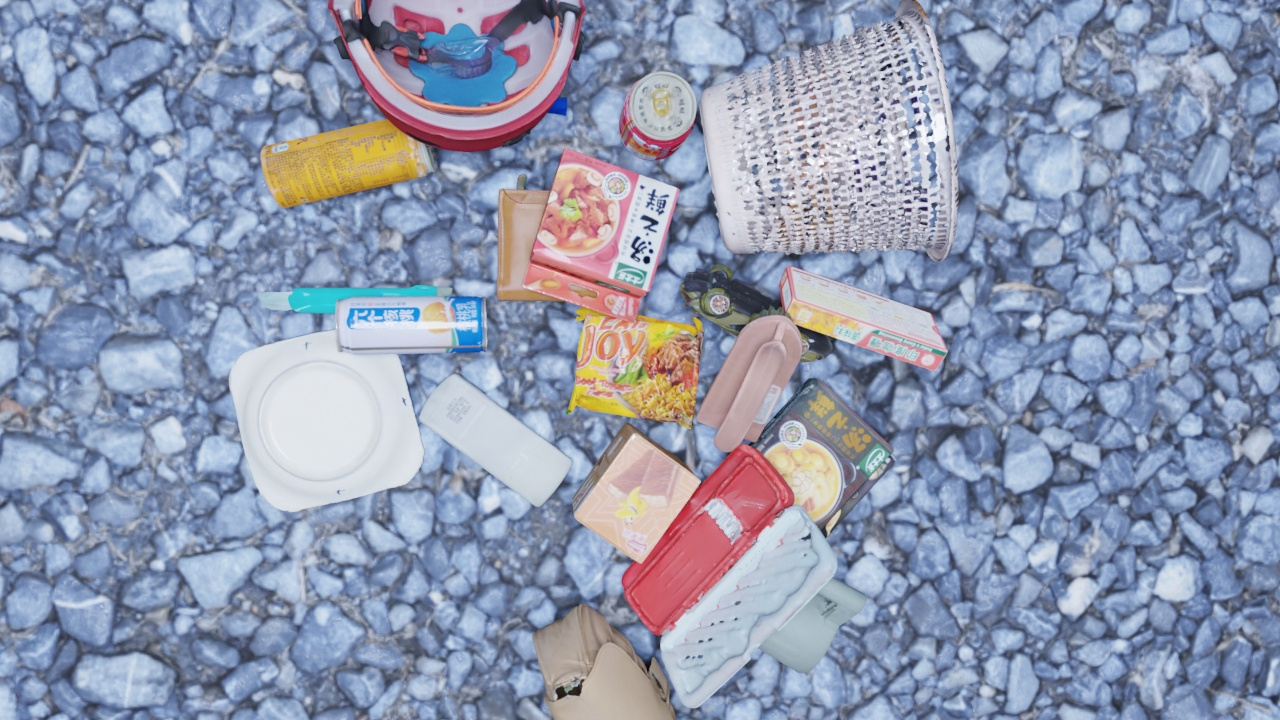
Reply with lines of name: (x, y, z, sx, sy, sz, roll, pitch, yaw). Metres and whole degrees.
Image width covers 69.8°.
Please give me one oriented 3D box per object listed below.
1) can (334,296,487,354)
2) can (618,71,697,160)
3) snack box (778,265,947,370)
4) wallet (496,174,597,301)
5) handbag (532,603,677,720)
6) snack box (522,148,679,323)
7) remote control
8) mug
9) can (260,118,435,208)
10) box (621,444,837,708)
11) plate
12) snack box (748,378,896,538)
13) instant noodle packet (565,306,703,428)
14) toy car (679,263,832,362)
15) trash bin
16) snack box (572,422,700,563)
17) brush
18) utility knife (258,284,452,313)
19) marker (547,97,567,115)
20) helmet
can: (-0.211, -0.033, 0.850, 0.134, 0.053, 0.053, -1, 93, -11)
can: (0.016, -0.224, 0.846, 0.066, 0.094, 0.066, 0, 93, -5)
snack box: (0.211, -0.042, 0.880, 0.156, 0.076, 0.027, 18, 120, -5)
wallet: (-0.072, -0.116, 0.878, 0.130, 0.035, 0.119, 0, 96, -8)
handbag: (-0.019, 0.327, 0.843, 0.100, 0.148, 0.204, -31, 99, -1)
snack box: (-0.036, -0.113, 0.841, 0.113, 0.044, 0.127, 17, 82, -11)
remote control: (-0.139, 0.076, 0.884, 0.150, 0.021, 0.058, 38, 89, -6)
mug: (0.136, 0.227, 0.871, 0.103, 0.083, 0.124, 30, 134, -4)
can: (-0.267, -0.183, 0.842, 0.146, 0.058, 0.058, -14, 94, -4)
box: (0.074, 0.193, 0.830, 0.049, 0.160, 0.201, 19, 118, -45)
plate: (-0.299, 0.055, 0.864, 0.164, 0.034, 0.163, -15, 94, -3)
snack box: (0.177, 0.099, 0.902, 0.125, 0.053, 0.113, 42, 89, 0)
instant noodle packet: (-0.005, 0.005, 0.882, 0.128, 0.044, 0.110, 8, 88, -5)
toy car: (0.111, -0.041, 0.877, 0.158, 0.070, 0.042, 26, 119, -4)
trash bin: (0.158, -0.184, 0.815, 0.192, 0.227, 0.227, -10, 94, 8)
snack box: (-0.006, 0.121, 0.862, 0.077, 0.093, 0.094, 36, 89, -6)
brush: (0.103, 0.017, 0.835, 0.063, 0.072, 0.146, 22, 131, -2)
utility knife: (-0.269, -0.058, 0.869, 0.178, 0.013, 0.029, 0, 101, -9)
marker: (-0.142, -0.247, 0.871, 0.145, 0.017, 0.017, 4, 92, -5)
helmet: (-0.155, -0.278, 0.798, 0.207, 0.144, 0.240, -5, 80, -9)
